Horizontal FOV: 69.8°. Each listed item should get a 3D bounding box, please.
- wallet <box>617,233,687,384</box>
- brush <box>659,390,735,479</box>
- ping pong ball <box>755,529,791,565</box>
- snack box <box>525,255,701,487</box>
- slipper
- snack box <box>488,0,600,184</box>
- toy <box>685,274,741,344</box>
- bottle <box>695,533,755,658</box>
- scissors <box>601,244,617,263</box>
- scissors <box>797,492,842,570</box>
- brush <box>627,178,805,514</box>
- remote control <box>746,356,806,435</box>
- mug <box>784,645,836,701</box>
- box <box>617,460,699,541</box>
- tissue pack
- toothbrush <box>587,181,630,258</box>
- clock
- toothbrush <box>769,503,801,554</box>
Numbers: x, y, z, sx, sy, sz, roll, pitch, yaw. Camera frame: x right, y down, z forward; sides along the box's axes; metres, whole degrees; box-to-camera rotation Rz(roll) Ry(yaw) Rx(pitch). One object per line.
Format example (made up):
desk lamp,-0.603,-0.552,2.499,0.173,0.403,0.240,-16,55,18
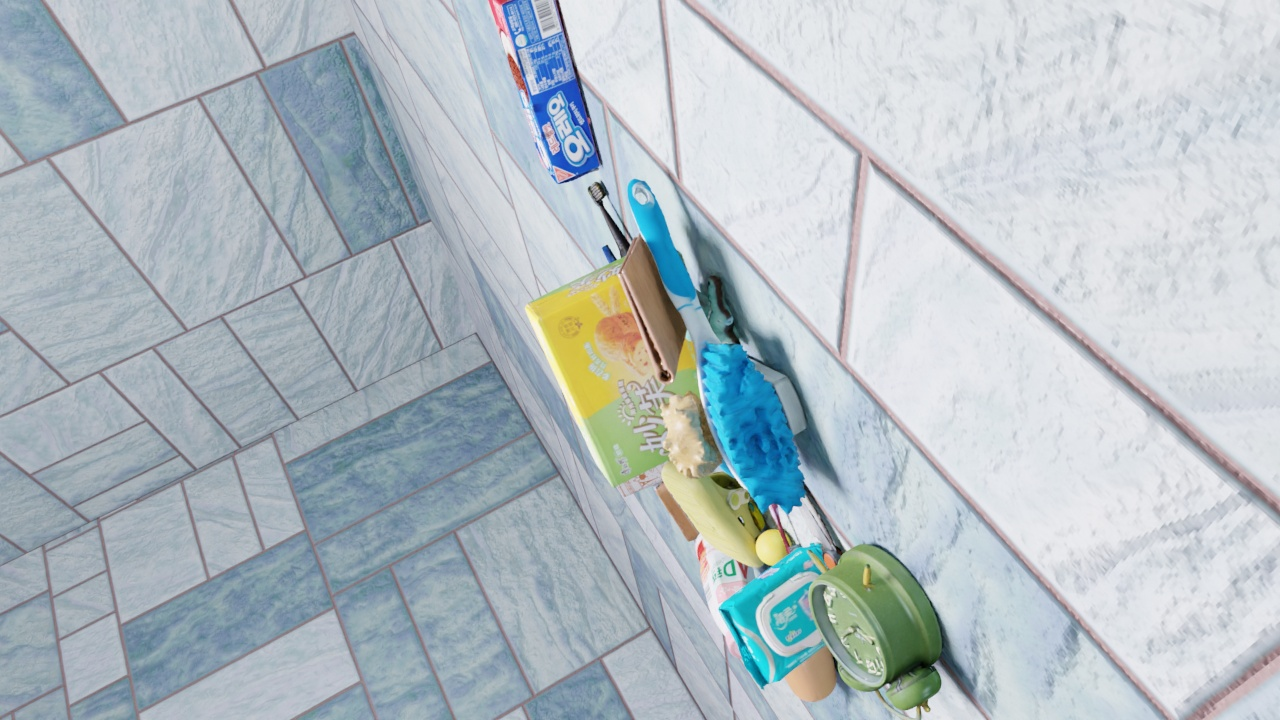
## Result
wallet,0.012,-0.049,0.835,0.101,0.020,0.115,-71,-39,-63
brush,0.075,0.093,0.933,0.254,0.046,0.083,40,-148,-65
ping pong ball,0.150,0.210,1.033,0.040,0.040,0.040,58,167,21
snack box,-0.006,0.006,0.962,0.210,0.157,0.070,67,170,-21
slipper,0.100,0.166,1.064,0.092,0.081,0.190,23,157,53
snack box,-0.098,-0.287,0.955,0.058,0.057,0.208,54,166,46
toy,0.065,-0.045,0.875,0.092,0.030,0.096,36,145,48
bottle,0.115,0.287,1.151,0.196,0.068,0.068,-102,-8,-62
scissors,-0.003,-0.063,1.076,0.174,0.012,0.162,61,180,-13
scissors,0.201,0.199,0.874,0.149,0.021,0.235,1,112,68
brush,0.061,-0.014,0.815,0.109,0.060,0.314,-151,38,-74
remote control,0.110,0.026,0.860,0.056,0.019,0.135,67,166,-20
mug,0.193,0.347,1.086,0.078,0.078,0.123,48,166,49
box,0.003,0.114,1.239,0.176,0.082,0.260,-108,-9,-50
tissue pack,0.148,0.257,0.927,0.093,0.133,0.050,59,164,0
toothbrush,-0.006,-0.108,1.036,0.027,0.026,0.212,-35,81,48
clock,0.205,0.239,0.796,0.161,0.056,0.116,68,160,-5
toothbrush,0.144,0.147,0.992,0.187,0.017,0.016,68,170,-14
